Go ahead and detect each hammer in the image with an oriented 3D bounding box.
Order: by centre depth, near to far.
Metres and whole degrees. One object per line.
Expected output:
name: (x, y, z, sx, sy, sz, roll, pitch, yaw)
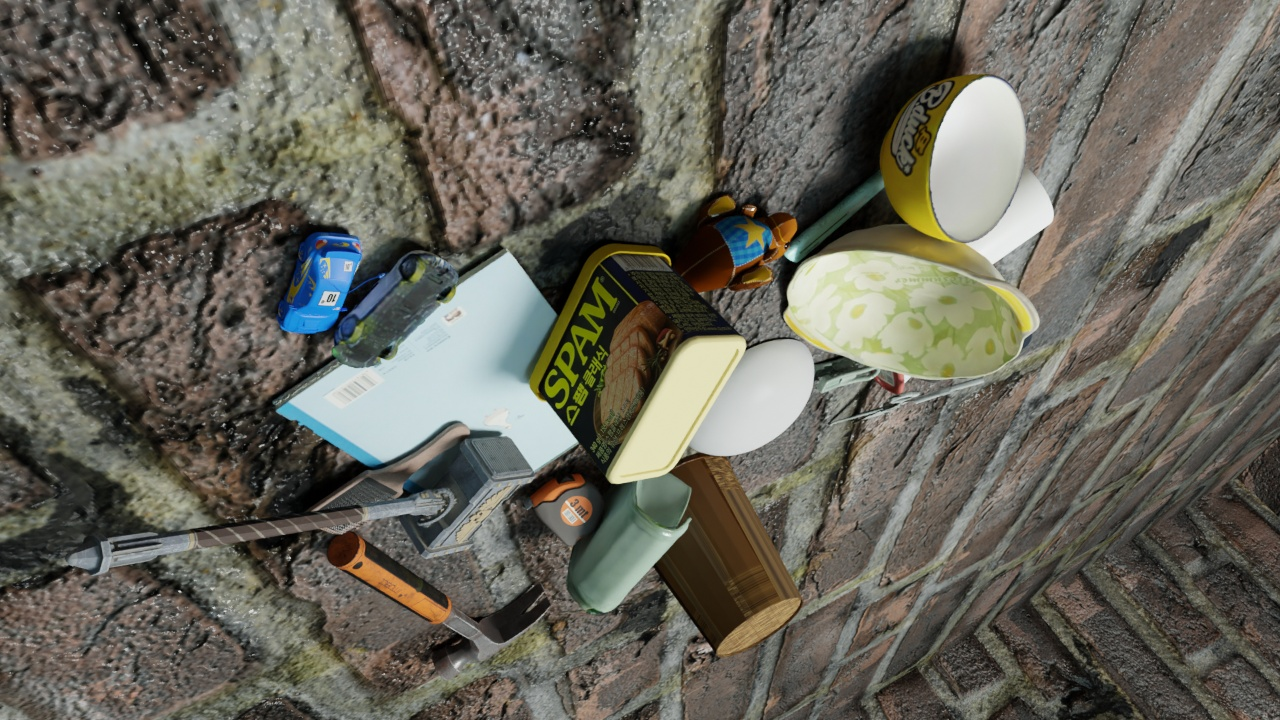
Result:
hammer: (-0.202, 0.102, 0.595, 0.099, 0.044, 0.321, -47, 157, 21)
hammer: (-0.186, 0.218, 0.850, 0.137, 0.035, 0.315, -31, 147, -4)

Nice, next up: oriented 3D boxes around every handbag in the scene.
handbag: (-0.010, 0.163, 0.850, 0.122, 0.067, 0.106, -53, -172, 25)

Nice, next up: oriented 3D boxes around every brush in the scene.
brush: (-0.183, 0.090, 0.681, 0.136, 0.015, 0.050, -34, 149, 3)
brush: (0.251, -0.019, 0.922, 0.030, 0.041, 0.172, -47, 147, -11)

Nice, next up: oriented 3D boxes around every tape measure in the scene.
tape measure: (-0.065, 0.129, 0.830, 0.058, 0.038, 0.058, -42, 111, -4)

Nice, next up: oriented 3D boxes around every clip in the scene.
clip: (0.207, 0.011, 0.926, 0.075, 0.042, 0.023, -15, 145, -27)

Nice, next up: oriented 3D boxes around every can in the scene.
can: (-0.004, 0.004, 0.644, 0.075, 0.104, 0.135, -3, 131, -45)

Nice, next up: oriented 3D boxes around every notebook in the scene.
notebook: (-0.122, 0.034, 0.685, 0.181, 0.009, 0.253, -33, 148, 0)

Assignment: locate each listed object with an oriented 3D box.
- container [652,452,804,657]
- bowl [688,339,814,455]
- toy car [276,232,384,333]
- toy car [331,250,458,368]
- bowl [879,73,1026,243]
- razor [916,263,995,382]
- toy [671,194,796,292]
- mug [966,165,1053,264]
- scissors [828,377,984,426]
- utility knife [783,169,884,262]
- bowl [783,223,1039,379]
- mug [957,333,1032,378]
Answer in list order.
container: (0.077, 0.199, 0.930, 0.132, 0.167, 0.132, -23, 146, -17)
bowl: (0.110, 0.047, 0.873, 0.149, 0.043, 0.150, -23, 146, -16)
toy car: (-0.167, -0.033, 0.506, 0.033, 0.062, 0.092, 0, 135, -42)
toy car: (-0.150, -0.032, 0.555, 0.090, 0.027, 0.038, -42, 149, 10)
bowl: (0.220, -0.149, 0.671, 0.117, 0.068, 0.117, -13, 113, -35)
razor: (0.301, -0.043, 0.901, 0.063, 0.053, 0.141, -55, 161, -50)
toy: (0.065, -0.076, 0.682, 0.090, 0.070, 0.103, -21, 171, -42)
mug: (0.279, -0.131, 0.771, 0.090, 0.073, 0.110, -36, 122, 3)
scissors: (0.286, 0.047, 0.996, 0.158, 0.014, 0.142, -13, 167, -1)
utility knife: (0.178, -0.135, 0.724, 0.166, 0.015, 0.022, -41, 146, 5)
bowl: (0.220, -0.056, 0.754, 0.188, 0.220, 0.060, 37, 65, -31)
mug: (0.351, -0.025, 0.977, 0.077, 0.071, 0.105, -25, 173, -14)
